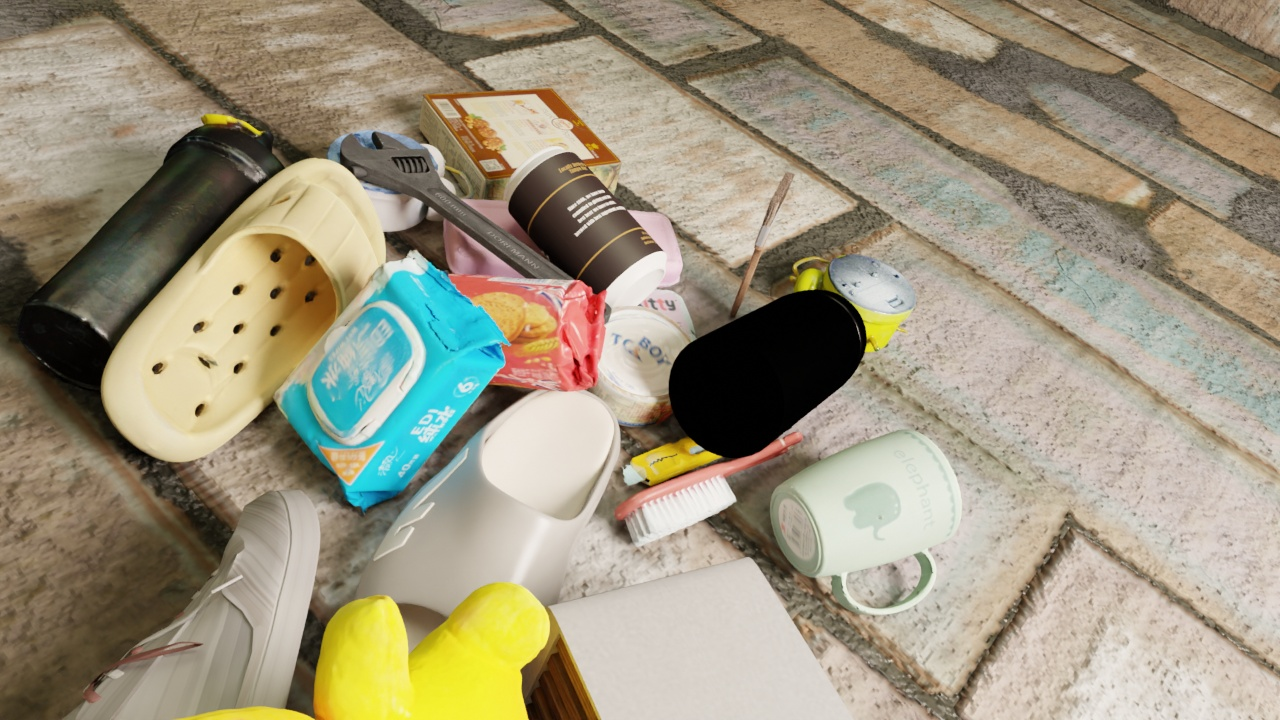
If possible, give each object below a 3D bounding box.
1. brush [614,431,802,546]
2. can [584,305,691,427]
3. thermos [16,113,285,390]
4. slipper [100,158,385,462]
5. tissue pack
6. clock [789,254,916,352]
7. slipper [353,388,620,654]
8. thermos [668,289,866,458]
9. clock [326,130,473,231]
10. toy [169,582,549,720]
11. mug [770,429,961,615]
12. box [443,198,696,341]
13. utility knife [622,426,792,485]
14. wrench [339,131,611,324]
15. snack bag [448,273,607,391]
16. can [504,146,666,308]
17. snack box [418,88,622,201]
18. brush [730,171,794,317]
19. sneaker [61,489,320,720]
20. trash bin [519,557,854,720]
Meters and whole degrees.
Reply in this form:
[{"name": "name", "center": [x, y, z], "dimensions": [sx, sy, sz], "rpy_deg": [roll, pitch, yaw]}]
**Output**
[{"name": "brush", "center": [0.057, 0.086, 0.632], "dimensions": [0.172, 0.041, 0.030], "rpy_deg": [-16, 69, -37]}, {"name": "can", "center": [-0.004, 0.004, 0.681], "dimensions": [0.086, 0.043, 0.086], "rpy_deg": [9, 54, -13]}, {"name": "thermos", "center": [-0.316, -0.081, 0.624], "dimensions": [0.098, 0.098, 0.220], "rpy_deg": [20, 45, 0]}, {"name": "slipper", "center": [-0.229, -0.042, 0.596], "dimensions": [0.079, 0.111, 0.260], "rpy_deg": [-9, 36, 31]}, {"name": "tissue pack", "center": [-0.154, 0.010, 0.560], "dimensions": [0.093, 0.144, 0.061], "rpy_deg": [44, 8, 24]}, {"name": "clock", "center": [0.189, -0.060, 0.825], "dimensions": [0.083, 0.057, 0.119], "rpy_deg": [-22, 56, -37]}, {"name": "slipper", "center": [-0.076, 0.086, 0.543], "dimensions": [0.113, 0.081, 0.265], "rpy_deg": [27, 41, 4]}, {"name": "thermos", "center": [0.108, -0.001, 0.689], "dimensions": [0.086, 0.086, 0.198], "rpy_deg": [36, 31, 19]}, {"name": "clock", "center": [-0.204, -0.152, 0.776], "dimensions": [0.125, 0.052, 0.088], "rpy_deg": [-3, 45, -24]}, {"name": "toy", "center": [-0.114, 0.161, 0.340], "dimensions": [0.193, 0.088, 0.134], "rpy_deg": [-21, 96, -48]}, {"name": "mug", "center": [0.151, 0.113, 0.611], "dimensions": [0.104, 0.084, 0.111], "rpy_deg": [-16, 80, -21]}, {"name": "box", "center": [-0.056, -0.067, 0.752], "dimensions": [0.201, 0.037, 0.152], "rpy_deg": [1, 51, -20]}, {"name": "utility knife", "center": [0.050, 0.063, 0.670], "dimensions": [0.158, 0.017, 0.030], "rpy_deg": [-20, 43, -33]}, {"name": "wrench", "center": [-0.129, -0.105, 0.701], "dimensions": [0.273, 0.018, 0.072], "rpy_deg": [37, 40, 19]}, {"name": "snack bag", "center": [-0.106, -0.022, 0.631], "dimensions": [0.176, 0.082, 0.082], "rpy_deg": [5, 39, 14]}, {"name": "can", "center": [-0.042, -0.099, 0.712], "dimensions": [0.071, 0.072, 0.128], "rpy_deg": [-30, 74, -41]}, {"name": "snack box", "center": [-0.115, -0.204, 0.876], "dimensions": [0.146, 0.041, 0.143], "rpy_deg": [-15, 51, -33]}, {"name": "brush", "center": [0.095, -0.087, 0.751], "dimensions": [0.008, 0.143, 0.045], "rpy_deg": [24, 49, 7]}, {"name": "sneaker", "center": [-0.208, 0.151, 0.407], "dimensions": [0.089, 0.099, 0.235], "rpy_deg": [17, 42, -21]}, {"name": "trash bin", "center": [0.038, 0.221, 0.406], "dimensions": [0.114, 0.115, 0.228], "rpy_deg": [-5, 46, -32]}]
